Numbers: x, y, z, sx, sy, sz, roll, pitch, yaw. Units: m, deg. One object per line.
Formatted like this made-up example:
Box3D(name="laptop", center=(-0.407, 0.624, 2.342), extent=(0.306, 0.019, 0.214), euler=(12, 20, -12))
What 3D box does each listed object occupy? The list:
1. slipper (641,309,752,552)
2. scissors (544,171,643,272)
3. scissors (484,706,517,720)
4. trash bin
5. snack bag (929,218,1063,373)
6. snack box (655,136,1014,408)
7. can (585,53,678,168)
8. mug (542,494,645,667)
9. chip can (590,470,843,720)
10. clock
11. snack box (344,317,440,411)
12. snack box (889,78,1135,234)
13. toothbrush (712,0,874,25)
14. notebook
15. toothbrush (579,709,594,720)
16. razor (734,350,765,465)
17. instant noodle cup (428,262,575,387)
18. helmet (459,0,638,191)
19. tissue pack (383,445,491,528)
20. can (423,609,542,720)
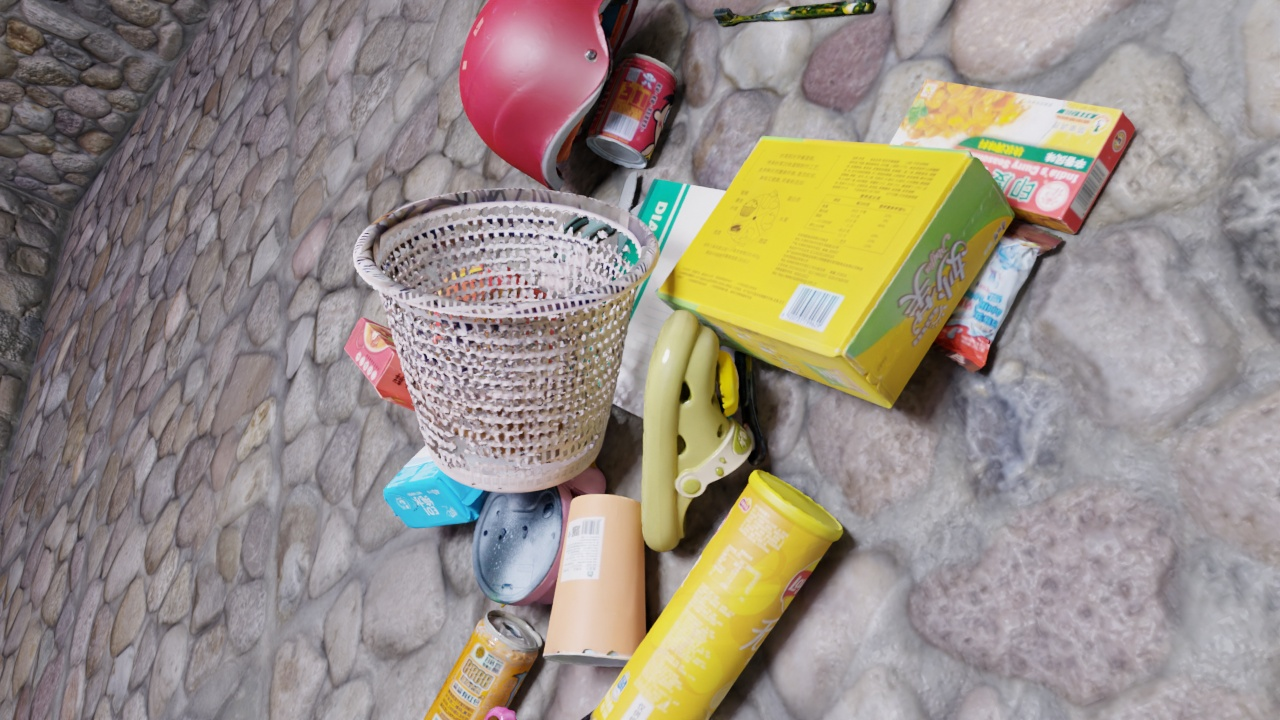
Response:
Box3D(name="slipper", center=(0.041, 0.055, 0.682), extent=(0.091, 0.081, 0.191), euler=(-84, -1, -69))
Box3D(name="scissors", center=(-0.044, -0.104, 0.911), extent=(0.179, 0.019, 0.170), euler=(-8, 66, 45))
Box3D(name="scissors", center=(-0.103, 0.346, 0.728), extent=(0.135, 0.017, 0.133), euler=(5, 89, 32))
Box3D(name="trash bin", center=(-0.103, -0.011, 0.737), extent=(0.227, 0.227, 0.192), euler=(43, 139, 48))
Box3D(name="snack bag", center=(0.227, -0.044, 0.596), extent=(0.048, 0.026, 0.104), euler=(35, 96, 40))
Box3D(name="snack box", center=(0.127, -0.073, 0.647), extent=(0.157, 0.070, 0.210), euler=(-56, 34, -6))
Box3D(name="can", center=(-0.007, -0.246, 0.907), extent=(0.067, 0.066, 0.093), euler=(16, 82, 48))
Box3D(name="mug", center=(-0.031, 0.169, 0.709), extent=(0.078, 0.078, 0.122), euler=(-17, 60, 40))
Box3D(name="chip can", center=(0.050, 0.181, 0.627), extent=(0.213, 0.072, 0.072), euler=(-57, 42, 7))
Box3D(name="clock", center=(-0.084, 0.137, 0.797), extent=(0.117, 0.059, 0.158), euler=(-8, 66, 44))
Box3D(name="snack box", center=(-0.240, 0.014, 0.977), extent=(0.127, 0.113, 0.044), euler=(37, 96, 48))
Box3D(name="snack box", center=(0.243, -0.143, 0.629), extent=(0.156, 0.027, 0.077), euler=(32, 96, 49))
Box3D(name="toothbrush", center=(0.134, -0.319, 0.837), extent=(0.186, 0.017, 0.012), euler=(19, 77, 48))
Box3D(name="notebook", center=(0.019, -0.057, 0.805), extent=(0.150, 0.012, 0.209), euler=(23, 87, 47))
Box3D(name="toothbrush", center=(-0.051, 0.293, 0.719), extent=(0.190, 0.014, 0.016), euler=(-42, 47, 22))
Box3D(name="razor", center=(0.083, 0.014, 0.716), extent=(0.043, 0.022, 0.142), euler=(-24, 55, 38))
Box3D(name="instant noodle cup", center=(-0.140, -0.028, 0.893), extent=(0.138, 0.138, 0.108), euler=(-54, 33, 10))
Box3D(name="helmet", center=(-0.096, -0.308, 0.920), extent=(0.207, 0.144, 0.239), euler=(123, 167, -58))
Box3D(name="tissue pack", center=(-0.176, 0.113, 0.877), extent=(0.140, 0.063, 0.089), euler=(-17, 24, 45))
Box3D(name="can", center=(-0.142, 0.289, 0.779), extent=(0.058, 0.058, 0.146), euler=(34, 96, 49))
